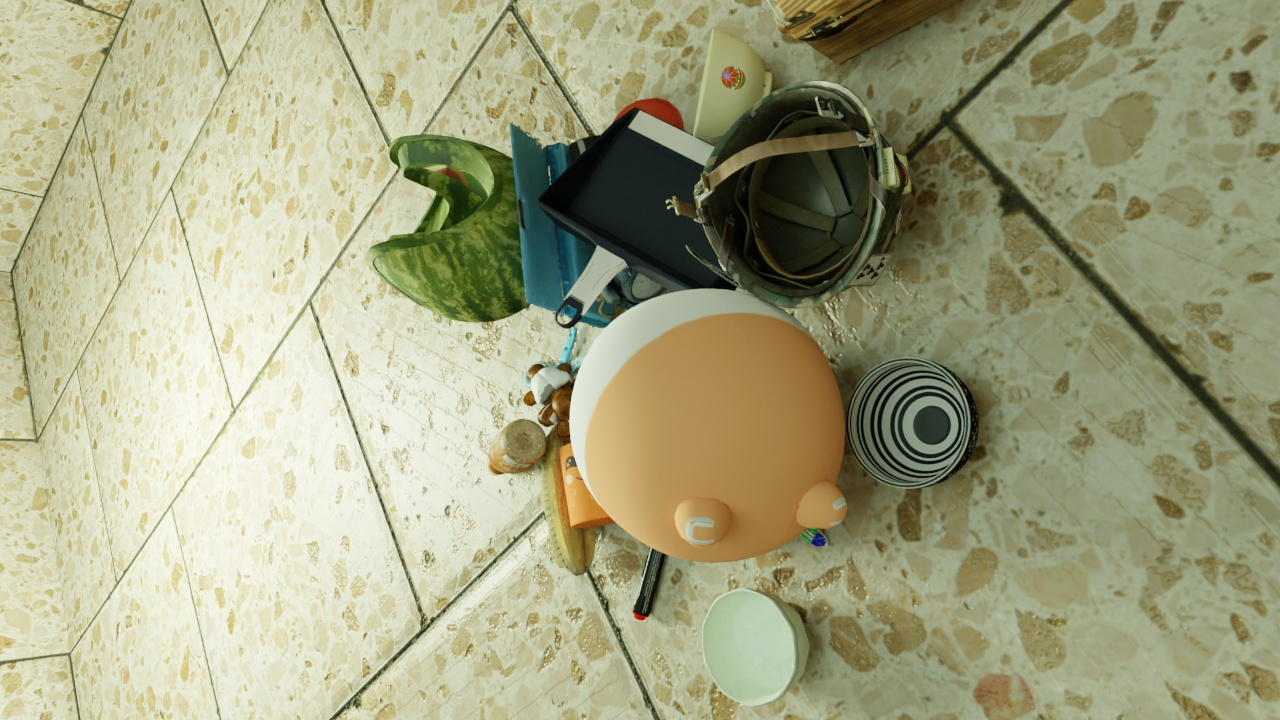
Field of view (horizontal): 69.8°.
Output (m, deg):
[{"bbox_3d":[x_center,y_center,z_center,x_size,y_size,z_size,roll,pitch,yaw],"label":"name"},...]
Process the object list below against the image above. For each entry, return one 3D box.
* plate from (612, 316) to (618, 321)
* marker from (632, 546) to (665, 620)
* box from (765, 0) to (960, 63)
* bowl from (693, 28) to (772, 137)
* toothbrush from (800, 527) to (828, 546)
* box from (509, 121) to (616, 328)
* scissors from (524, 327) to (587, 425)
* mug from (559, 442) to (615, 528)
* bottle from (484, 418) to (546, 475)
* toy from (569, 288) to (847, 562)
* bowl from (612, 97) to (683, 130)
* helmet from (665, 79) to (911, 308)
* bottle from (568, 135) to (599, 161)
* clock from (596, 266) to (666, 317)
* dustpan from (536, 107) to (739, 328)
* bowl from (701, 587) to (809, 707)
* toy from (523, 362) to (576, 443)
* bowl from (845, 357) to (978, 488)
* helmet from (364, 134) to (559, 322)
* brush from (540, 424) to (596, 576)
[{"bbox_3d":[-0.006,0.007,1.124,0.132,0.025,0.131,-8,78,38],"label":"plate"},{"bbox_3d":[0.016,0.236,1.083,0.023,0.021,0.145,26,103,63],"label":"marker"},{"bbox_3d":[0.234,-0.453,0.852,0.280,0.220,0.258,-18,75,37],"label":"box"},{"bbox_3d":[0.106,-0.304,1.028,0.074,0.118,0.118,10,91,-1],"label":"bowl"},{"bbox_3d":[0.131,0.144,0.997,0.187,0.016,0.015,37,109,37],"label":"toothbrush"},{"bbox_3d":[-0.096,-0.162,1.129,0.034,0.174,0.231,-15,76,29],"label":"box"},{"bbox_3d":[-0.103,0.026,1.221,0.138,0.012,0.127,-30,66,33],"label":"scissors"},{"bbox_3d":[-0.037,0.145,1.114,0.113,0.077,0.096,-13,74,8],"label":"mug"},{"bbox_3d":[-0.172,0.122,1.209,0.167,0.059,0.059,142,122,-62],"label":"bottle"},{"bbox_3d":[0.069,0.073,0.886,0.280,0.262,0.266,-122,33,-54],"label":"toy"},{"bbox_3d":[-0.004,-0.274,1.153,0.122,0.035,0.122,-6,81,41],"label":"bowl"},{"bbox_3d":[0.149,-0.157,0.865,0.193,0.236,0.223,-21,54,33],"label":"helmet"},{"bbox_3d":[-0.043,-0.186,1.150,0.045,0.045,0.184,-14,94,39],"label":"bottle"},{"bbox_3d":[-0.006,-0.104,1.099,0.130,0.090,0.052,-49,62,18],"label":"clock"},{"bbox_3d":[-0.001,-0.142,1.011,0.236,0.080,0.273,32,87,22],"label":"dustpan"},{"bbox_3d":[0.127,0.294,0.953,0.118,0.061,0.117,-7,80,40],"label":"bowl"},{"bbox_3d":[-0.104,0.044,1.175,0.087,0.067,0.112,-42,43,-10],"label":"toy"},{"bbox_3d":[0.262,0.059,0.859,0.120,0.066,0.120,-6,81,41],"label":"bowl"},{"bbox_3d":[-0.218,-0.159,1.193,0.243,0.247,0.212,0,67,7],"label":"helmet"},{"bbox_3d":[-0.093,0.176,1.160,0.043,0.059,0.195,-34,59,46],"label":"brush"}]
